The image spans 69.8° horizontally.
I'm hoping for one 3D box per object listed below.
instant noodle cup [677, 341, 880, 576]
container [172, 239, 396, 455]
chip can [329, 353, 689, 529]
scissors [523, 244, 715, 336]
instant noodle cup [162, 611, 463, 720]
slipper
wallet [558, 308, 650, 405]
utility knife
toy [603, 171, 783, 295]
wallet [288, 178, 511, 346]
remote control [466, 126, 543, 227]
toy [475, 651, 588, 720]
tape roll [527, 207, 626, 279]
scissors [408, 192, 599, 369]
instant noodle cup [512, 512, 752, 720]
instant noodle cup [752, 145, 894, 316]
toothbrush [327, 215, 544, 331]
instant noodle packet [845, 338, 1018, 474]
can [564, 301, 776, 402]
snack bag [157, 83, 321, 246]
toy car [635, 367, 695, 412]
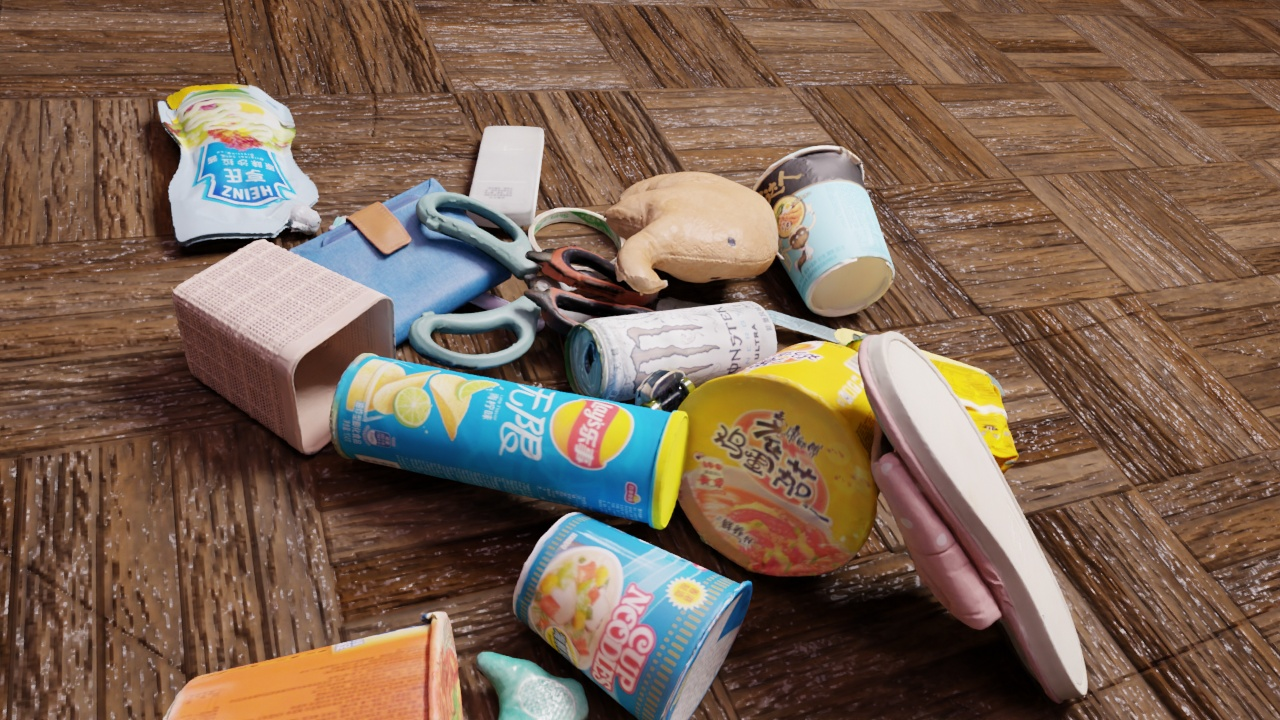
[{"bbox_3d":[0.102,0.054,0.599,0.138,0.138,0.109,33,34,17],"label":"instant noodle cup"},{"bbox_3d":[-0.233,-0.013,0.601,0.111,0.090,0.089,27,45,16],"label":"container"},{"bbox_3d":[-0.079,0.047,0.566,0.210,0.071,0.071,11,43,12],"label":"chip can"},{"bbox_3d":[0.010,-0.050,0.712,0.193,0.015,0.206,41,38,5],"label":"scissors"},{"bbox_3d":[-0.134,0.190,0.391,0.111,0.152,0.151,-5,47,-9],"label":"instant noodle cup"},{"bbox_3d":[0.190,0.100,0.546,0.274,0.055,0.113,53,30,-20],"label":"slipper"},{"bbox_3d":[-0.004,0.004,0.691,0.101,0.032,0.124,0,47,-20],"label":"wallet"},{"bbox_3d":[0.200,-0.008,0.768,0.219,0.022,0.030,12,35,-1],"label":"utility knife"},{"bbox_3d":[0.042,-0.099,0.726,0.143,0.082,0.225,4,19,5],"label":"toy"},{"bbox_3d":[-0.179,-0.072,0.690,0.132,0.040,0.106,-35,75,-28],"label":"wallet"},{"bbox_3d":[-0.120,-0.168,0.827,0.058,0.021,0.149,1,43,-1],"label":"remote control"},{"bbox_3d":[-0.052,0.206,0.477,0.096,0.030,0.091,21,49,-5],"label":"toy"},{"bbox_3d":[-0.055,-0.101,0.790,0.085,0.014,0.085,8,45,-8],"label":"tape roll"},{"bbox_3d":[-0.112,-0.051,0.657,0.170,0.019,0.179,35,43,1],"label":"scissors"},{"bbox_3d":[-0.009,0.141,0.514,0.110,0.099,0.099,26,44,21],"label":"instant noodle cup"},{"bbox_3d":[0.164,-0.107,0.801,0.111,0.111,0.120,-2,53,-18],"label":"instant noodle cup"},{"bbox_3d":[-0.159,-0.067,0.723,0.189,0.021,0.029,26,27,7],"label":"toothbrush"},{"bbox_3d":[0.219,0.037,0.710,0.128,0.044,0.110,17,37,-5],"label":"instant noodle packet"},{"bbox_3d":[0.023,-0.007,0.646,0.146,0.058,0.058,-8,49,-30],"label":"can"},{"bbox_3d":[-0.333,-0.163,0.758,0.110,0.039,0.191,-2,46,-33],"label":"snack bag"},{"bbox_3d":[0.012,0.045,0.610,0.035,0.091,0.042,24,42,30],"label":"toy car"}]
